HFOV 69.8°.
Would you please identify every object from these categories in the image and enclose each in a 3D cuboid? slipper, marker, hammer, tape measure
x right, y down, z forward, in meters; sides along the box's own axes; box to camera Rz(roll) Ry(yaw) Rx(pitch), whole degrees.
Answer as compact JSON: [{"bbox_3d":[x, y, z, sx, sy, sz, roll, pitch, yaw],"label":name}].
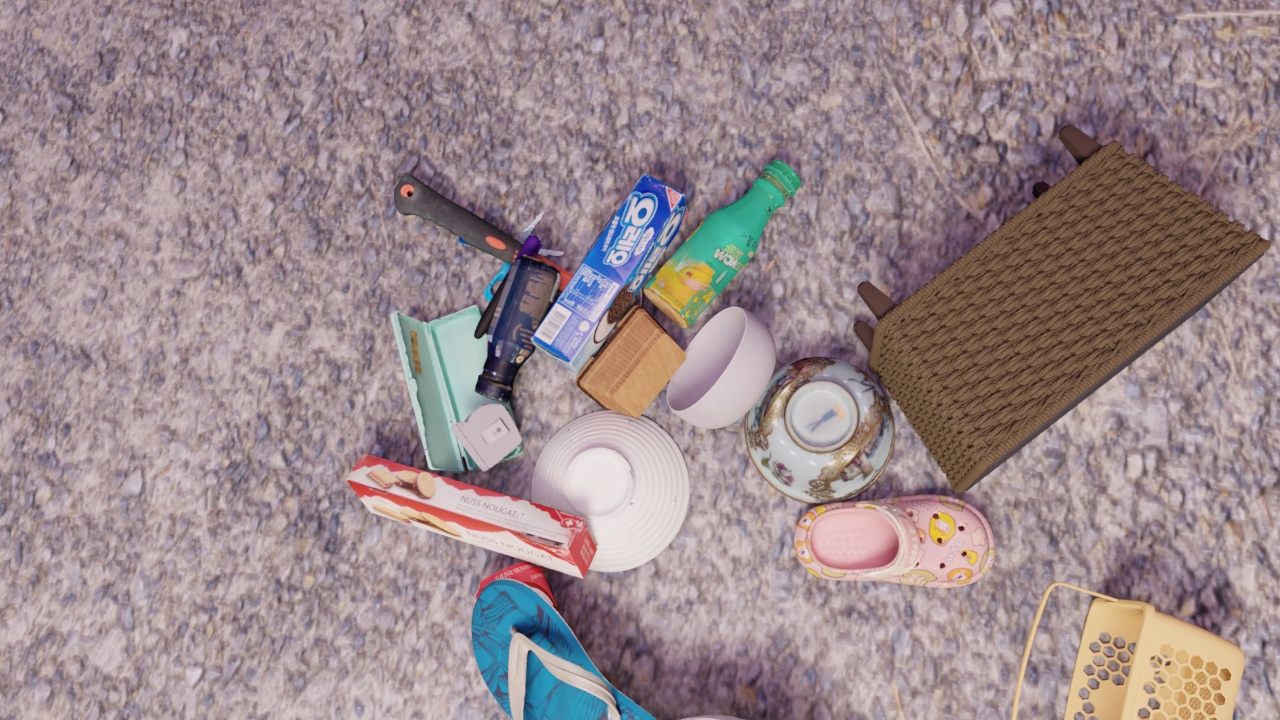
[{"bbox_3d":[-0.071,0.318,0.841,0.295,0.060,0.118,33,104,30],"label":"slipper"},{"bbox_3d":[-0.150,-0.081,1.035,0.018,0.015,0.134,31,89,-16],"label":"marker"},{"bbox_3d":[-0.147,-0.125,1.065,0.333,0.033,0.133,29,83,10],"label":"hammer"},{"bbox_3d":[0.252,0.177,0.915,0.197,0.081,0.093,-1,75,11],"label":"slipper"},{"bbox_3d":[-0.164,0.080,0.992,0.062,0.020,0.060,-38,93,-36],"label":"tape measure"}]

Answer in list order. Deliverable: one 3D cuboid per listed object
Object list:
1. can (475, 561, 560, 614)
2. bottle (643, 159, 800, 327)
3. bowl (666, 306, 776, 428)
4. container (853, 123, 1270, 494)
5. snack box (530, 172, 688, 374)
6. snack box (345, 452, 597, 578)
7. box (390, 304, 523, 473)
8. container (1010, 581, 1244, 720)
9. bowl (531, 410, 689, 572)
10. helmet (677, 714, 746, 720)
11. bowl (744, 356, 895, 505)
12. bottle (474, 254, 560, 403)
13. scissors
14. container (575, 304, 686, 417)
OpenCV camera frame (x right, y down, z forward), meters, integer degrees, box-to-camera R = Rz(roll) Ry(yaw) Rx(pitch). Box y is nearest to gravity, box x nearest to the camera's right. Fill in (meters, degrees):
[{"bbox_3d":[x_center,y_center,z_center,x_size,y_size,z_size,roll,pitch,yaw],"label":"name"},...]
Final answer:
[{"bbox_3d":[-0.114,0.286,0.950,0.074,0.074,0.142,-26,74,2],"label":"can"},{"bbox_3d":[0.096,-0.133,1.020,0.068,0.068,0.209,41,86,16],"label":"bottle"},{"bbox_3d":[0.093,0.015,0.962,0.064,0.132,0.131,33,82,-18],"label":"bowl"},{"bbox_3d":[0.380,-0.055,0.904,0.321,0.176,0.205,-38,70,-1],"label":"container"},{"bbox_3d":[-0.031,-0.093,1.003,0.059,0.059,0.226,31,82,15],"label":"snack box"},{"bbox_3d":[-0.181,0.163,0.963,0.273,0.077,0.044,13,56,21],"label":"snack box"},{"bbox_3d":[-0.204,0.027,1.024,0.078,0.109,0.187,-25,71,21],"label":"box"},{"bbox_3d":[0.424,0.309,0.829,0.167,0.129,0.183,16,80,5],"label":"container"},{"bbox_3d":[-0.038,0.134,0.976,0.177,0.071,0.177,-2,76,8],"label":"bowl"},{"bbox_3d":[0.079,0.467,0.809,0.225,0.184,0.281,-11,53,35],"label":"helmet"},{"bbox_3d":[0.185,0.065,0.944,0.160,0.094,0.159,-2,77,8],"label":"bowl"},{"bbox_3d":[-0.137,-0.034,1.005,0.056,0.056,0.160,19,88,13],"label":"bottle"},{"bbox_3d":[-0.160,-0.133,1.089,0.129,0.014,0.127,36,83,13],"label":"scissors"},{"bbox_3d":[-0.006,0.006,0.994,0.114,0.063,0.061,-51,41,-5],"label":"container"}]
